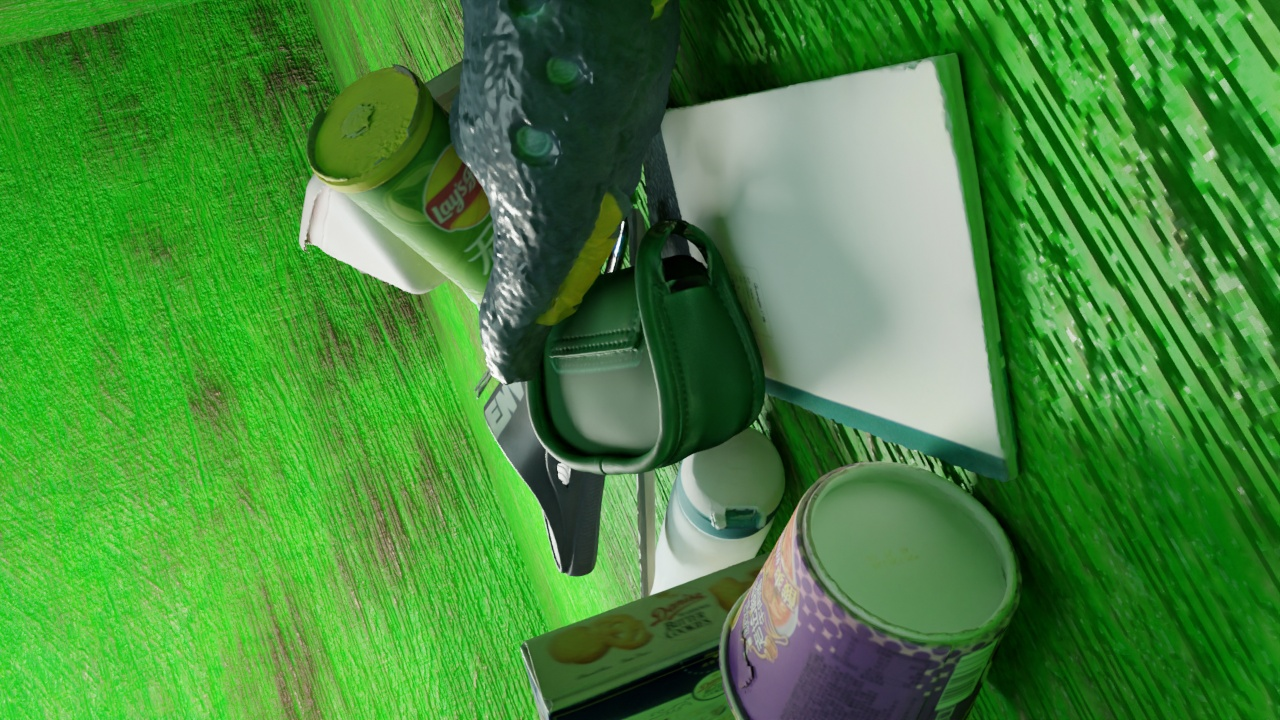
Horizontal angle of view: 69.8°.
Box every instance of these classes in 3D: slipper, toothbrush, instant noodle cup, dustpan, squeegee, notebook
[{"bbox_3d":[-0.075,0.067,0.713,0.110,0.083,0.269,-120,27,-51],"label":"slipper"},{"bbox_3d":[-0.027,-0.063,0.725,0.014,0.016,0.190,64,162,17],"label":"toothbrush"},{"bbox_3d":[0.093,0.101,0.369,0.099,0.111,0.111,97,150,-41],"label":"instant noodle cup"},{"bbox_3d":[-0.145,-0.163,0.650,0.273,0.222,0.139,30,152,48],"label":"dustpan"},{"bbox_3d":[-0.004,0.004,0.665,0.246,0.039,0.247,-123,30,-73],"label":"squeegee"},{"bbox_3d":[0.071,-0.042,0.397,0.209,0.012,0.150,22,130,64],"label":"notebook"}]

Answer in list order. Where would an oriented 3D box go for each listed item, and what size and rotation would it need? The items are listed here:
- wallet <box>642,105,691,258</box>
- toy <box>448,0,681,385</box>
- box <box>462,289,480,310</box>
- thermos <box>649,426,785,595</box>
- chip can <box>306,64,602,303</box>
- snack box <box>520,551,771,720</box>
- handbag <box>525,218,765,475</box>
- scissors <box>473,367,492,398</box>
[{"bbox_3d":[0.031,-0.078,0.509,0.097,0.019,0.121,43,148,54],"label":"wallet"},{"bbox_3d":[-0.042,-0.156,0.401,0.138,0.091,0.356,14,109,54],"label":"toy"},{"bbox_3d":[-0.135,-0.061,0.951,0.201,0.091,0.094,40,148,60],"label":"box"},{"bbox_3d":[0.046,0.111,0.605,0.225,0.073,0.073,98,148,-59],"label":"thermos"},{"bbox_3d":[-0.092,-0.074,0.540,0.072,0.072,0.221,59,-172,34],"label":"chip can"},{"bbox_3d":[0.035,0.197,0.533,0.045,0.177,0.183,-121,19,-45],"label":"snack box"},{"bbox_3d":[-0.007,-0.005,0.478,0.132,0.067,0.120,-8,97,53],"label":"handbag"},{"bbox_3d":[-0.088,-0.048,0.737,0.012,0.174,0.128,32,-151,-25],"label":"scissors"}]
